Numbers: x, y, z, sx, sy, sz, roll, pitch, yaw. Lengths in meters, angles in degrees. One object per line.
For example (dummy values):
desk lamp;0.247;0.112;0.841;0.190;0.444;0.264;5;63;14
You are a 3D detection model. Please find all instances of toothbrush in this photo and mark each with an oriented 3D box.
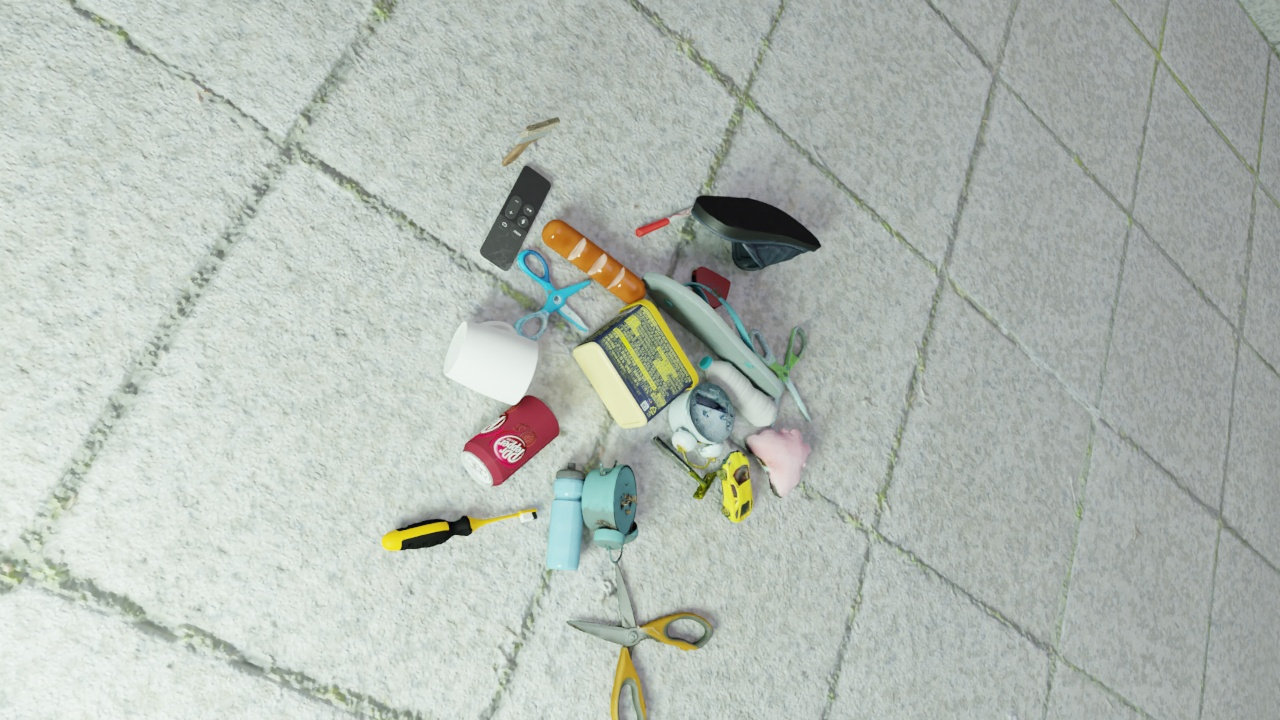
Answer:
toothbrush;-0.203;0.190;1.053;0.196;0.031;0.031;-6;59;-39

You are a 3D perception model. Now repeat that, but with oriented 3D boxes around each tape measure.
tape measure;0.097;-0.102;1.318;0.059;0.019;0.051;26;69;-20

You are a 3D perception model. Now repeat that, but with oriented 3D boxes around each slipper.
slipper;0.158;-0.178;1.346;0.265;0.084;0.109;-3;43;-47
slipper;0.115;-0.045;1.267;0.268;0.098;0.054;42;75;-22

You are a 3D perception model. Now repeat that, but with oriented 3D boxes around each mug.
mug;-0.178;-0.011;1.088;0.087;0.081;0.114;21;38;-23

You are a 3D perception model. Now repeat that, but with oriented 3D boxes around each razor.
razor;0.056;0.139;1.242;0.106;0.026;0.042;43;62;-15

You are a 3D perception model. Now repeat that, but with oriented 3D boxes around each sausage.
sausage;-0.060;-0.129;1.202;0.164;0.044;0.039;35;104;-24

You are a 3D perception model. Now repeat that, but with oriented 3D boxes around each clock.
clock;0.081;0.088;1.241;0.083;0.057;0.117;20;65;-32
clock;-0.035;0.187;1.134;0.090;0.053;0.124;5;85;-71

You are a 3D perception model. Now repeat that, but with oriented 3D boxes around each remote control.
remote control;-0.159;-0.181;1.167;0.045;0.008;0.146;34;64;-24

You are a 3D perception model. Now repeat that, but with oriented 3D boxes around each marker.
marker;0.047;-0.203;1.308;0.141;0.013;0.013;-28;97;-35

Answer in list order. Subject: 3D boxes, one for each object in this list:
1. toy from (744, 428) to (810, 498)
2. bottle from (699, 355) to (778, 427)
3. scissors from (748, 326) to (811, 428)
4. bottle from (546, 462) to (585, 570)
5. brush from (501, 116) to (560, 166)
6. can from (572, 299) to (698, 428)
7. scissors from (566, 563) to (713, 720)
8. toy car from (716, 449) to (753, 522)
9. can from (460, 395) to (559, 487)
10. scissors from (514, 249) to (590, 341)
toy;0.203;0.136;1.322;0.093;0.050;0.102;-36;98;-30
bottle;0.136;0.042;1.300;0.136;0.044;0.044;40;61;-21
scissors;0.209;0.020;1.376;0.165;0.024;0.171;33;62;-31
bottle;-0.090;0.189;1.121;0.040;0.040;0.130;13;74;-31
brush;-0.142;-0.261;1.112;0.045;0.143;0.008;-26;94;-26
can;-0.007;0.007;1.193;0.104;0.075;0.135;-39;103;-30
scissors;0.005;0.364;1.165;0.229;0.016;0.225;-2;81;-34
toy car;0.133;0.174;1.265;0.049;0.030;0.107;-29;120;-35
can;-0.152;0.095;1.083;0.113;0.063;0.063;-40;104;-33
scissors;-0.118;-0.084;1.174;0.133;0.011;0.140;-31;98;-32
